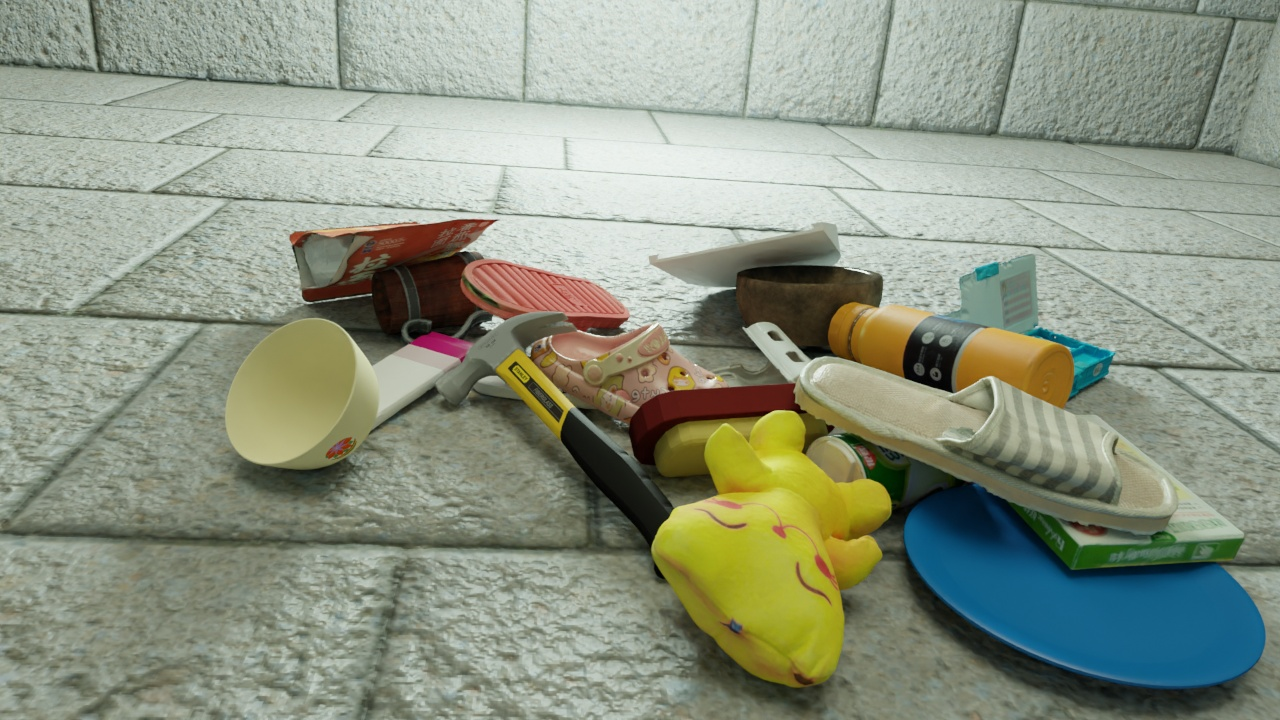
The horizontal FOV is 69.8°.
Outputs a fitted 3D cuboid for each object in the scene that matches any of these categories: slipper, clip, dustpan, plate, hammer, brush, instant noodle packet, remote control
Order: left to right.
[{"bbox_3d":[-0.264,-0.129,0.991,0.164,0.084,0.221,-11,1,-36],"label":"instant noodle packet"},{"bbox_3d":[-0.090,0.026,0.862,0.136,0.013,0.043,7,23,6],"label":"remote control"},{"bbox_3d":[-0.098,-0.051,0.966,0.103,0.059,0.248,43,20,24],"label":"slipper"},{"bbox_3d":[-0.053,0.055,0.723,0.127,0.029,0.323,-44,44,-6],"label":"hammer"},{"bbox_3d":[-0.005,0.005,0.820,0.197,0.082,0.093,20,30,11],"label":"slipper"},{"bbox_3d":[0.079,0.059,0.739,0.173,0.082,0.041,-3,58,-18],"label":"brush"},{"bbox_3d":[0.139,-0.138,1.102,0.192,0.053,0.257,-9,-7,19],"label":"dustpan"},{"bbox_3d":[0.151,0.010,0.870,0.151,0.105,0.126,-10,28,-9],"label":"clip"},{"bbox_3d":[0.246,0.049,0.671,0.273,0.054,0.114,20,26,20],"label":"slipper"},{"bbox_3d":[0.293,0.151,0.626,0.224,0.024,0.224,4,23,-2],"label":"plate"}]

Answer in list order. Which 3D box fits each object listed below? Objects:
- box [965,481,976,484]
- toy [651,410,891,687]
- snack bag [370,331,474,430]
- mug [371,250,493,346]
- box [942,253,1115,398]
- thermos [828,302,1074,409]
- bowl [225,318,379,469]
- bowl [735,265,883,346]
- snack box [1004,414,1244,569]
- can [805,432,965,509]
[{"bbox_3d":[0.322,0.073,0.811,0.214,0.041,0.151,16,21,25],"label":"box"},{"bbox_3d":[0.079,0.114,0.586,0.134,0.088,0.193,40,31,4],"label":"toy"},{"bbox_3d":[-0.221,0.020,0.834,0.070,0.016,0.196,14,29,21],"label":"snack bag"},{"bbox_3d":[-0.214,-0.057,0.972,0.111,0.082,0.117,-13,53,-30],"label":"mug"},{"bbox_3d":[0.396,-0.018,0.984,0.226,0.087,0.168,-16,66,-41],"label":"box"},{"bbox_3d":[0.282,0.002,0.870,0.076,0.091,0.233,-25,27,-27],"label":"thermos"},{"bbox_3d":[-0.248,0.036,0.712,0.118,0.117,0.074,18,-16,29],"label":"bowl"},{"bbox_3d":[0.188,-0.062,1.031,0.162,0.070,0.162,-1,13,0],"label":"bowl"},{"bbox_3d":[0.336,0.093,0.695,0.132,0.027,0.168,0,27,-12],"label":"snack box"},{"bbox_3d":[0.192,0.083,0.714,0.120,0.067,0.067,-9,26,-30],"label":"can"}]
